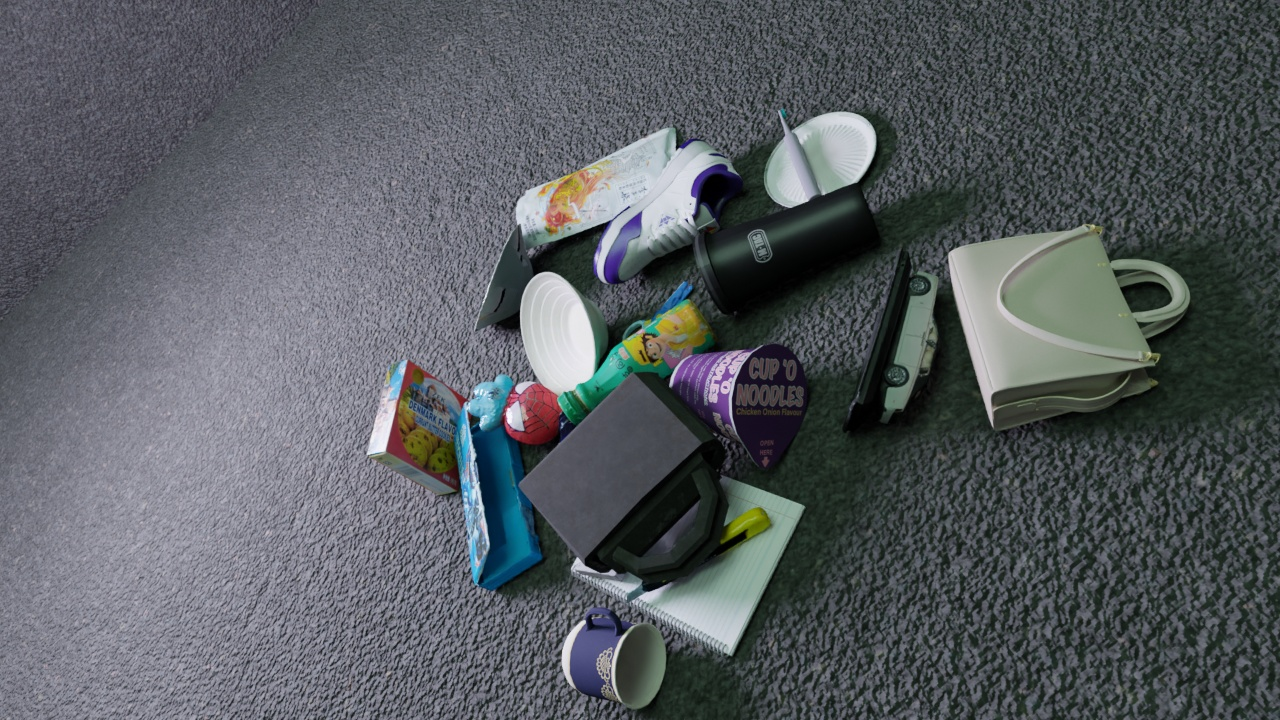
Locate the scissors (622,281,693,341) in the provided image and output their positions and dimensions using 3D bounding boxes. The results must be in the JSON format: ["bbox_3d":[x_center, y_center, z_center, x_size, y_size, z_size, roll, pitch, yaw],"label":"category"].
[{"bbox_3d":[0.029,-0.054,1.224,0.130,0.022,0.070,-43,44,1],"label":"scissors"}]

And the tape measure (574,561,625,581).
[{"bbox_3d":[-0.041,0.223,1.064,0.060,0.020,0.062,-1,58,36],"label":"tape measure"}]

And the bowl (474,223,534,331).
[{"bbox_3d":[-0.190,-0.113,1.383,0.174,0.068,0.174,-159,92,-82],"label":"bowl"}]

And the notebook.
[{"bbox_3d":[0.046,0.206,1.038,0.246,0.013,0.177,16,70,42],"label":"notebook"}]

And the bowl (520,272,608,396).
[{"bbox_3d":[-0.092,-0.036,1.240,0.177,0.057,0.177,24,121,46],"label":"bowl"}]

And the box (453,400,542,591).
[{"bbox_3d":[-0.206,0.168,1.200,0.092,0.085,0.243,-34,46,16],"label":"box"}]

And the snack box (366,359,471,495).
[{"bbox_3d":[-0.303,0.095,1.282,0.040,0.142,0.144,-15,54,29],"label":"snack box"}]

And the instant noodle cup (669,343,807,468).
[{"bbox_3d":[0.102,0.045,1.045,0.122,0.121,0.137,7,93,50],"label":"instant noodle cup"}]

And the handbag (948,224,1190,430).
[{"bbox_3d":[0.416,-0.042,0.879,0.198,0.101,0.194,-13,53,15],"label":"handbag"}]

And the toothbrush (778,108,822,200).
[{"bbox_3d":[0.207,-0.273,1.210,0.019,0.018,0.187,-26,49,18],"label":"toothbrush"}]

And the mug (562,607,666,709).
[{"bbox_3d":[-0.038,0.305,0.968,0.089,0.112,0.085,-3,25,38],"label":"mug"}]

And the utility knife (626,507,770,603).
[{"bbox_3d":[0.058,0.215,0.994,0.188,0.029,0.020,-34,45,13],"label":"utility knife"}]

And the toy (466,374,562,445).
[{"bbox_3d":[-0.164,0.064,1.229,0.133,0.062,0.092,17,48,1],"label":"toy"}]

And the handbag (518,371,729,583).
[{"bbox_3d":[0.008,0.146,1.007,0.197,0.102,0.199,-44,57,1],"label":"handbag"}]

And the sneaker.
[{"bbox_3d":[0.047,-0.185,1.253,0.111,0.092,0.244,38,87,36],"label":"sneaker"}]

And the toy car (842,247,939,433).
[{"bbox_3d":[0.276,-0.012,0.973,0.071,0.094,0.191,17,68,11],"label":"toy car"}]

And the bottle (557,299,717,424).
[{"bbox_3d":[-0.007,0.007,1.150,0.210,0.068,0.068,-34,46,1],"label":"bottle"}]

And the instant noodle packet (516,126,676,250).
[{"bbox_3d":[-0.065,-0.266,1.412,0.270,0.057,0.146,-20,52,19],"label":"instant noodle packet"}]

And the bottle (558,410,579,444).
[{"bbox_3d":[-0.078,0.127,1.150,0.056,0.056,0.160,-30,40,17],"label":"bottle"}]

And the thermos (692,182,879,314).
[{"bbox_3d":[0.173,-0.140,1.117,0.219,0.106,0.105,-22,50,18],"label":"thermos"}]

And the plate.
[{"bbox_3d":[0.236,-0.261,1.206,0.157,0.014,0.156,-19,52,26],"label":"plate"}]
